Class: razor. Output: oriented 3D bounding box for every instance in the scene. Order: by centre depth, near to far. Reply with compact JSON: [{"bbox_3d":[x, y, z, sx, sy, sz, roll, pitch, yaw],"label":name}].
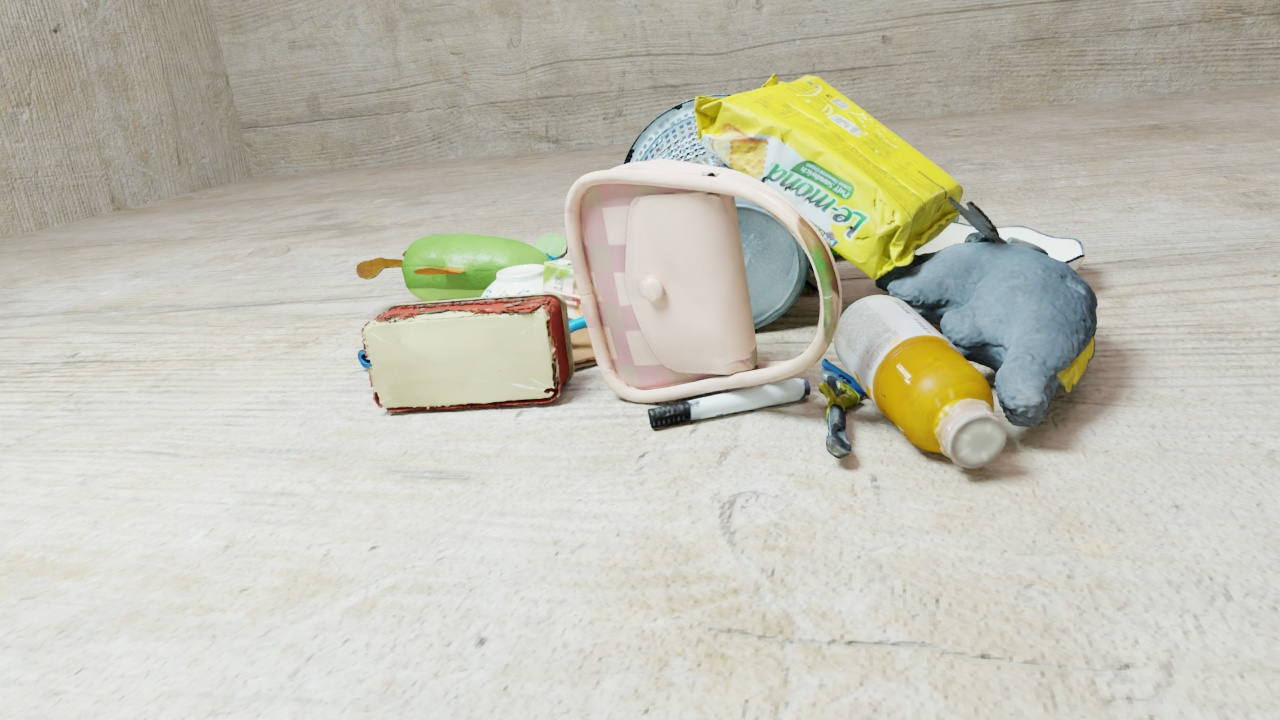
[{"bbox_3d":[0.143,0.040,0.663,0.042,0.022,0.142,31,24,0],"label":"razor"}]

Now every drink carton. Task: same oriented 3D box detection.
[{"bbox_3d":[-0.049,-0.065,0.935,0.123,0.053,0.045,20,22,38],"label":"drink carton"}]

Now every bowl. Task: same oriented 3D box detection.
[{"bbox_3d":[-0.128,-0.072,1.025,0.113,0.062,0.113,-5,19,1],"label":"bowl"}]

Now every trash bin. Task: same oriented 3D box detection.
[{"bbox_3d":[0.086,-0.135,0.945,0.226,0.227,0.194,-5,32,4],"label":"trash bin"}]

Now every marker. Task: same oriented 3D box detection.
[{"bbox_3d":[0.069,0.033,0.715,0.130,0.018,0.022,-11,10,-10],"label":"marker"}]

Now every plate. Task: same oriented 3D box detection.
[{"bbox_3d":[0.348,-0.105,0.955,0.205,0.046,0.204,-1,20,0],"label":"plate"}]

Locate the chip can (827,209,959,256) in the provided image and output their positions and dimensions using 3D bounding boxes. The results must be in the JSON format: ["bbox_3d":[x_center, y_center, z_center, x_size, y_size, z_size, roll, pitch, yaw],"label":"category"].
[{"bbox_3d":[0.280,-0.171,1.159,0.235,0.072,0.072,-10,19,-13],"label":"chip can"}]

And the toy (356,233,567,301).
[{"bbox_3d":[-0.215,-0.113,1.136,0.247,0.090,0.226,4,10,20],"label":"toy"}]

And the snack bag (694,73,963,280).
[{"bbox_3d":[0.181,-0.184,0.852,0.246,0.068,0.157,42,43,17],"label":"snack bag"}]

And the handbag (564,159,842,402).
[{"bbox_3d":[0.055,-0.060,0.702,0.235,0.193,0.093,7,26,45],"label":"handbag"}]

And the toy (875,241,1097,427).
[{"bbox_3d":[0.286,-0.041,0.746,0.138,0.091,0.356,-16,20,1],"label":"toy"}]

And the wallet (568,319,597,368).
[{"bbox_3d":[-0.081,-0.012,0.900,0.101,0.020,0.115,-14,23,-22],"label":"wallet"}]

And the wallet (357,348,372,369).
[{"bbox_3d":[-0.206,-0.022,0.942,0.107,0.040,0.132,-3,17,38],"label":"wallet"}]

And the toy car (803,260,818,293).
[{"bbox_3d":[0.195,-0.104,1.036,0.035,0.042,0.090,-48,6,23],"label":"toy car"}]

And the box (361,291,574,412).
[{"bbox_3d":[-0.150,-0.007,0.793,0.168,0.091,0.079,-4,16,9],"label":"box"}]

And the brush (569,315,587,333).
[{"bbox_3d":[-0.058,-0.038,0.861,0.255,0.046,0.083,-5,21,11],"label":"brush"}]

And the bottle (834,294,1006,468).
[{"bbox_3d":[0.193,0.012,0.642,0.068,0.068,0.189,-8,24,-4],"label":"bottle"}]

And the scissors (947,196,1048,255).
[{"bbox_3d":[0.289,-0.110,0.783,0.172,0.014,0.145,16,2,-18],"label":"scissors"}]
